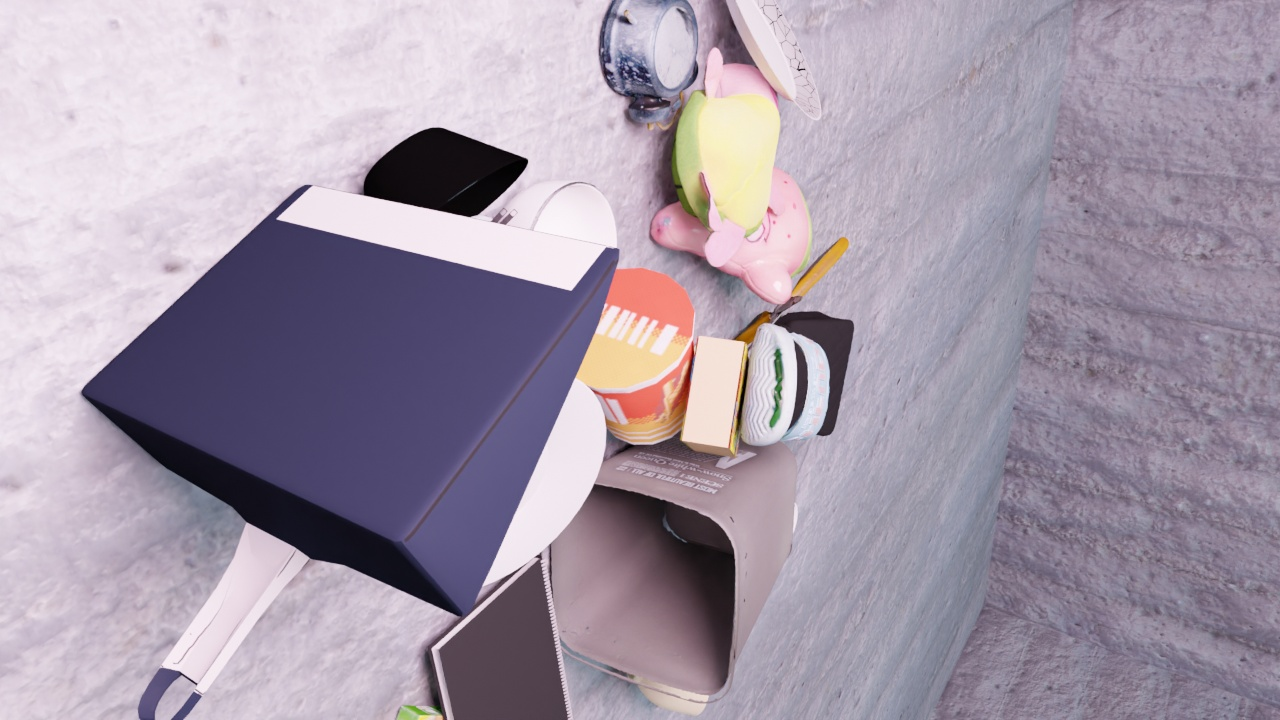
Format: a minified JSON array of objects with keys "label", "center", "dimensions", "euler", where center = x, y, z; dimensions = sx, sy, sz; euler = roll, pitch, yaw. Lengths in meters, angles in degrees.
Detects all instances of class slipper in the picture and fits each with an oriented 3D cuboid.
[{"label":"slipper","center":[0.136,0.023,0.844],"dimensions":[0.245,0.074,0.104],"euler":[3,95,-81]}]

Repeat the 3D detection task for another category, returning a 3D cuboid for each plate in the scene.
[{"label":"plate","center":[-0.115,0.096,0.720],"dimensions":[0.208,0.015,0.209],"euler":[-26,135,-29]},{"label":"plate","center":[0.122,-0.314,0.889],"dimensions":[0.188,0.016,0.188],"euler":[42,35,-38]}]

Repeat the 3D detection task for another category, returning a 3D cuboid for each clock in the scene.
[{"label":"clock","center":[0.012,-0.258,0.785],"dimensions":[0.090,0.052,0.129],"euler":[-57,149,-27]}]

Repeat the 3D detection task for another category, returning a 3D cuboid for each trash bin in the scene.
[{"label":"trash bin","center":[0.045,0.173,0.900],"dimensions":[0.219,0.198,0.198],"euler":[-31,126,-57]}]

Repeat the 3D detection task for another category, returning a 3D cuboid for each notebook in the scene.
[{"label":"notebook","center":[-0.115,0.298,0.811],"dimensions":[0.148,0.016,0.207],"euler":[-35,123,-54]}]

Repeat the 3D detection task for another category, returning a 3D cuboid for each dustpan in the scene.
[{"label":"dustpan","center":[-0.163,0.044,0.454],"dimensions":[0.272,0.237,0.080],"euler":[-55,145,-29]}]

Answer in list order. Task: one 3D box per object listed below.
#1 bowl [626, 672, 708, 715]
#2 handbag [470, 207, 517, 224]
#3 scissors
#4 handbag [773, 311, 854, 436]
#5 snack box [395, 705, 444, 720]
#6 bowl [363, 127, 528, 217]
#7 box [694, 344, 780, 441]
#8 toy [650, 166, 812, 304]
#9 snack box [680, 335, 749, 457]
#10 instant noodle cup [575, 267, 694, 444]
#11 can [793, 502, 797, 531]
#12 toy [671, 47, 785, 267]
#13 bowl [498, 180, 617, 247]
[{"label":"bowl","center":[0.025,0.335,1.027],"dimensions":[0.074,0.118,0.118],"euler":[6,101,-16]},{"label":"handbag","center":[-0.152,-0.025,0.605],"dimensions":[0.169,0.068,0.145],"euler":[-29,154,-37]},{"label":"scissors","center":[0.162,-0.067,0.996],"dimensions":[0.224,0.016,0.225],"euler":[-45,-179,-8]},{"label":"handbag","center":[0.187,0.009,1.171],"dimensions":[0.125,0.115,0.154],"euler":[2,106,-34]},{"label":"snack box","center":[-0.168,0.364,0.784],"dimensions":[0.168,0.027,0.131],"euler":[37,71,-57]},{"label":"bowl","center":[-0.136,-0.111,0.583],"dimensions":[0.052,0.124,0.123],"euler":[53,48,-6]},{"label":"box","center":[0.093,0.067,1.048],"dimensions":[0.083,0.091,0.188],"euler":[-37,134,-13]},{"label":"toy","center":[0.103,-0.142,0.941],"dimensions":[0.236,0.097,0.192],"euler":[-9,78,-44]},{"label":"snack box","center":[0.069,0.036,0.813],"dimensions":[0.126,0.040,0.088],"euler":[48,51,-77]},{"label":"instant noodle cup","center":[-0.005,0.005,0.814],"dimensions":[0.123,0.123,0.121],"euler":[-59,153,-25]},{"label":"can","center":[0.108,0.169,1.045],"dimensions":[0.071,0.129,0.072],"euler":[-30,127,-50]},{"label":"toy","center":[0.081,-0.194,0.850],"dimensions":[0.190,0.088,0.237],"euler":[49,43,-41]},{"label":"bowl","center":[-0.074,-0.084,0.707],"dimensions":[0.113,0.063,0.113],"euler":[-29,126,-50]}]
